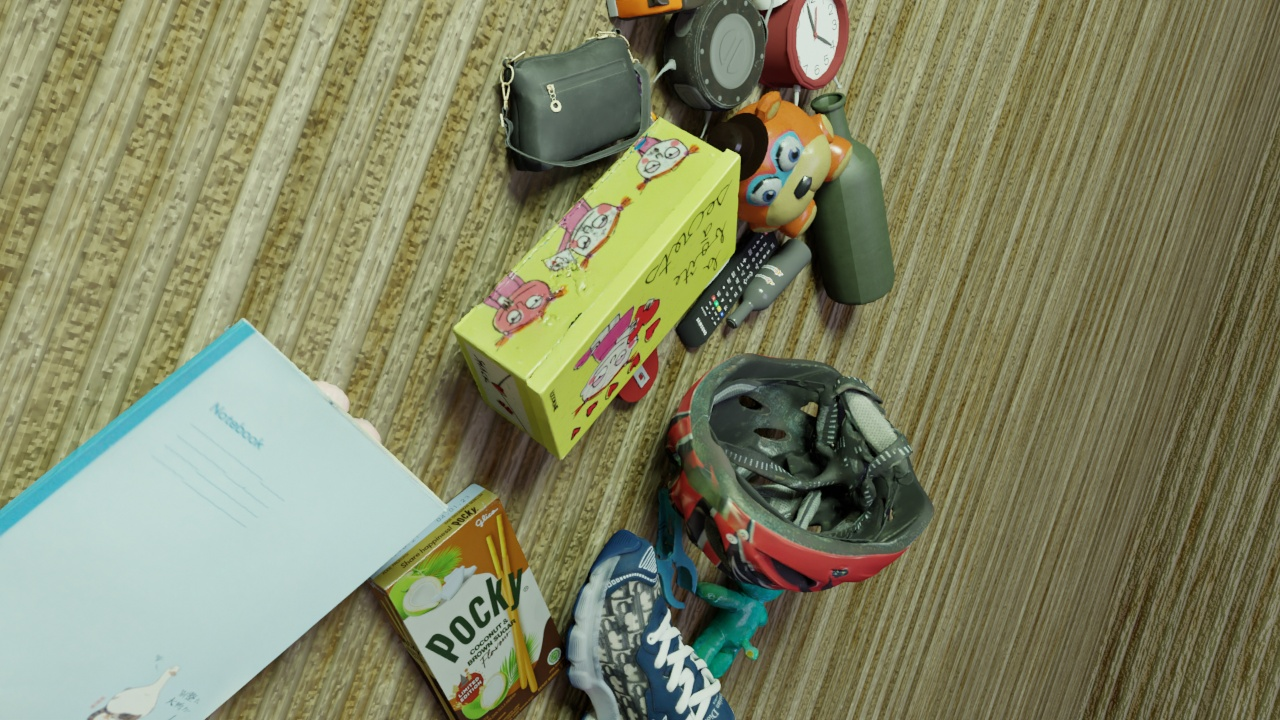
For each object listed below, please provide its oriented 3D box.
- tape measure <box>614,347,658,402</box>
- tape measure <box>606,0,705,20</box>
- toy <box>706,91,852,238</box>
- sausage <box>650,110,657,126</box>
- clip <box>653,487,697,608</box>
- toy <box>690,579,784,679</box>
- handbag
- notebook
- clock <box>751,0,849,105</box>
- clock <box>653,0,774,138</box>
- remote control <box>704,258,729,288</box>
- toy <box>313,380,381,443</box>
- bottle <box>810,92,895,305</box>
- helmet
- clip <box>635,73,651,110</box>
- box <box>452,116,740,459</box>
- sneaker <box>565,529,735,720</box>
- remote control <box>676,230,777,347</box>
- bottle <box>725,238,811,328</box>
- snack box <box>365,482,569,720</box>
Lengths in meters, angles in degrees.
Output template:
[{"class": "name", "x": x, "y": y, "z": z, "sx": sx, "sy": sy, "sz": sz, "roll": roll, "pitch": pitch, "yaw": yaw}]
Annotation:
[{"class": "tape measure", "x": -0.005, "y": 0.004, "z": 0.759, "sx": 0.058, "sy": 0.019, "sz": 0.051, "roll": -51, "pitch": 134, "yaw": -22}, {"class": "tape measure", "x": 0.015, "y": -0.270, "z": 0.659, "sx": 0.058, "sy": 0.059, "sz": 0.038, "roll": -35, "pitch": 124, "yaw": -38}, {"class": "toy", "x": 0.109, "y": -0.163, "z": 0.767, "sx": 0.175, "sy": 0.096, "sz": 0.112, "roll": 11, "pitch": 117, "yaw": -45}, {"class": "sausage", "x": 0.033, "y": -0.136, "z": 0.718, "sx": 0.020, "sy": 0.020, "sz": 0.155, "roll": -49, "pitch": 124, "yaw": -24}, {"class": "clip", "x": 0.016, "y": 0.189, "z": 0.841, "sx": 0.103, "sy": 0.027, "sz": 0.120, "roll": -45, "pitch": 131, "yaw": -24}, {"class": "toy", "x": 0.113, "y": 0.244, "z": 0.935, "sx": 0.130, "sy": 0.072, "sz": 0.193, "roll": 31, "pitch": 89, "yaw": -48}, {"class": "handbag", "x": -0.043, "y": -0.180, "z": 0.631, "sx": 0.128, "sy": 0.054, "sz": 0.079, "roll": -31, "pitch": 120, "yaw": -34}, {"class": "notebook", "x": -0.250, "y": 0.116, "z": 0.488, "sx": 0.253, "sy": 0.009, "sz": 0.181, "roll": -41, "pitch": 132, "yaw": -7}, {"class": "clock", "x": 0.134, "y": -0.291, "z": 0.785, "sx": 0.096, "sy": 0.048, "sz": 0.138, "roll": -35, "pitch": 128, "yaw": -34}, {"class": "clock", "x": 0.058, "y": -0.248, "z": 0.721, "sx": 0.091, "sy": 0.044, "sz": 0.122, "roll": 36, "pitch": 77, "yaw": -48}, {"class": "remote control", "x": 0.032, "y": -0.079, "z": 0.763, "sx": 0.114, "sy": 0.028, "sz": 0.060, "roll": -37, "pitch": 127, "yaw": -33}, {"class": "toy", "x": -0.204, "y": 0.064, "z": 0.543, "sx": 0.104, "sy": 0.053, "sz": 0.108, "roll": -53, "pitch": 135, "yaw": -26}, {"class": "bottle", "x": 0.197, "y": -0.154, "z": 0.882, "sx": 0.071, "sy": 0.071, "sz": 0.207, "roll": -42, "pitch": 130, "yaw": -30}, {"class": "helmet", "x": 0.127, "y": 0.103, "z": 0.806, "sx": 0.271, "sy": 0.217, "sz": 0.167, "roll": 2, "pitch": 139, "yaw": -44}, {"class": "clip", "x": -0.001, "y": -0.201, "z": 0.699, "sx": 0.051, "sy": 0.014, "sz": 0.045, "roll": 34, "pitch": 75, "yaw": -44}, {"class": "box", "x": -0.020, "y": -0.052, "z": 0.642, "sx": 0.220, "sy": 0.080, "sz": 0.124, "roll": -47, "pitch": 161, "yaw": -21}, {"class": "sneaker", "x": 0.016, "y": 0.267, "z": 0.767, "sx": 0.103, "sy": 0.132, "sz": 0.270, "roll": -43, "pitch": 137, "yaw": -59}, {"class": "remote control", "x": 0.081, "y": -0.073, "z": 0.827, "sx": 0.146, "sy": 0.015, "sz": 0.033, "roll": -52, "pitch": 135, "yaw": -21}, {"class": "bottle", "x": 0.116, "y": -0.069, "z": 0.855, "sx": 0.112, "sy": 0.030, "sz": 0.030, "roll": -46, "pitch": 132, "yaw": -26}, {"class": "snack box", "x": -0.123, "y": 0.195, "z": 0.688, "sx": 0.100, "sy": 0.032, "sz": 0.186, "roll": -39, "pitch": 129, "yaw": -31}]
